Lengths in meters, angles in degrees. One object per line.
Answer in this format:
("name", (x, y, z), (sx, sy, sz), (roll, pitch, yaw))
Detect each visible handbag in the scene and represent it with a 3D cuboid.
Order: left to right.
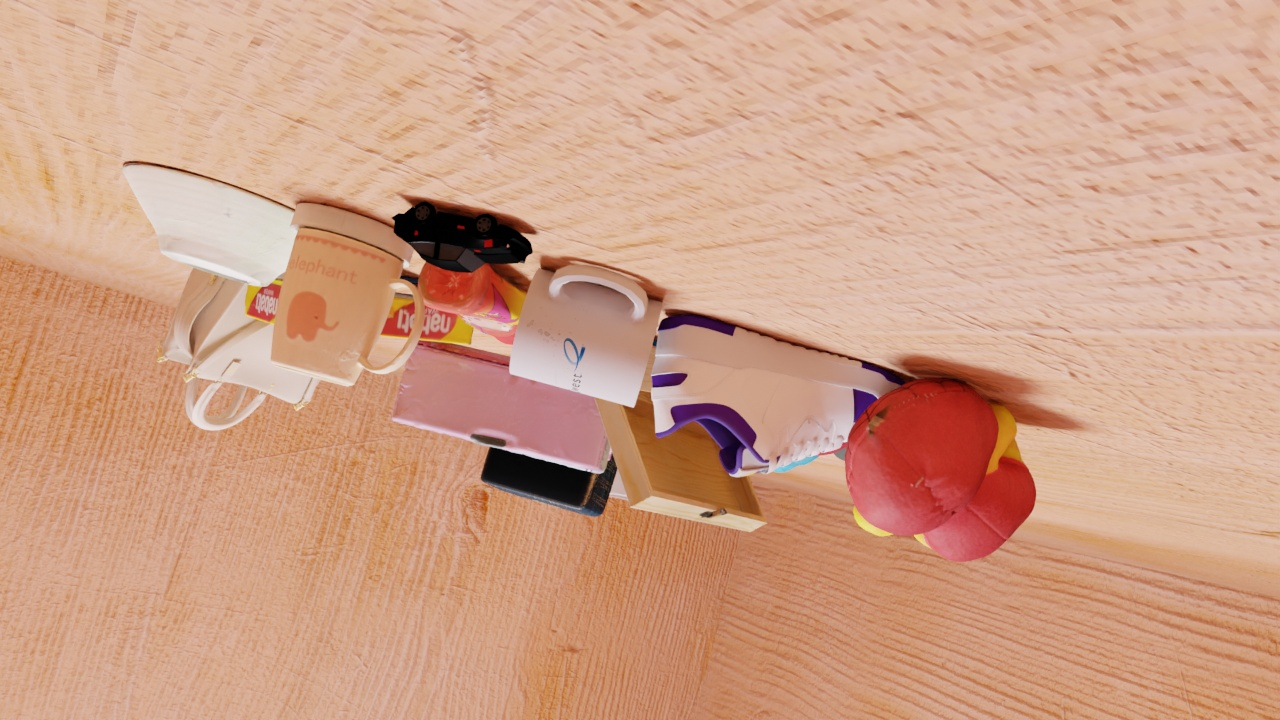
("handbag", (-0.406, -0.014, 0.968), (0.101, 0.198, 0.194), (28, 178, 25))

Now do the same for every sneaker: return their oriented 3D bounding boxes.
("sneaker", (0.119, 0.048, 0.744), (0.244, 0.111, 0.092), (17, 172, -10))

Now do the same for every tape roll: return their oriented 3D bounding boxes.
("tape roll", (-0.225, -0.097, 0.720), (0.094, 0.019, 0.094), (15, 172, 2))

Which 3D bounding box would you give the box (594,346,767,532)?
("box", (0.071, 0.071, 0.941), (0.142, 0.179, 0.248), (34, -174, 36))

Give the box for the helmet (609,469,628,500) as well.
("helmet", (-0.107, 0.114, 1.388), (0.283, 0.183, 0.224), (-1, 158, 43))

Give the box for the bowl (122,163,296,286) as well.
("bowl", (-0.351, -0.104, 0.777), (0.177, 0.057, 0.177), (15, 172, 2))

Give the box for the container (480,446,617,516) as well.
("container", (-0.095, 0.080, 1.110), (0.145, 0.187, 0.071), (13, 169, 20))

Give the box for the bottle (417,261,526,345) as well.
("bottle", (-0.129, -0.049, 0.768), (0.071, 0.048, 0.134), (11, 172, 18))

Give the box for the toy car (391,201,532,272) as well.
("toy car", (-0.116, -0.075, 0.596), (0.092, 0.036, 0.042), (13, 172, 16))

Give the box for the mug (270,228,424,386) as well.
("mug", (-0.221, -0.033, 0.699), (0.111, 0.104, 0.085), (15, 173, 7))

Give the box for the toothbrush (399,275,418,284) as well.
("toothbrush", (-0.255, -0.079, 0.919), (0.190, 0.017, 0.016), (10, 172, 36))

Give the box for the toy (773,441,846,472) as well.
("toy", (0.163, 0.066, 0.874), (0.092, 0.062, 0.133), (-1, 148, -18))

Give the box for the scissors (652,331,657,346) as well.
("scissors", (-0.022, -0.026, 0.846), (0.109, 0.018, 0.131), (14, 174, 5))

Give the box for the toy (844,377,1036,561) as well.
("toy", (0.235, 0.090, 0.718), (0.216, 0.147, 0.099), (31, -170, -47))

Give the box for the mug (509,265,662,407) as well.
("mug", (-0.037, -0.027, 0.680), (0.096, 0.082, 0.120), (15, 144, -1))

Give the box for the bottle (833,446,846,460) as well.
("bottle", (0.238, 0.076, 0.900), (0.060, 0.060, 0.109), (19, 172, -29))

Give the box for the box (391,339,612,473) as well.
("box", (-0.137, 0.049, 0.945), (0.232, 0.099, 0.080), (14, -149, 4))

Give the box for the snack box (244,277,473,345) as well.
("snack box", (-0.268, -0.049, 0.895), (0.200, 0.042, 0.092), (5, -174, -44))
